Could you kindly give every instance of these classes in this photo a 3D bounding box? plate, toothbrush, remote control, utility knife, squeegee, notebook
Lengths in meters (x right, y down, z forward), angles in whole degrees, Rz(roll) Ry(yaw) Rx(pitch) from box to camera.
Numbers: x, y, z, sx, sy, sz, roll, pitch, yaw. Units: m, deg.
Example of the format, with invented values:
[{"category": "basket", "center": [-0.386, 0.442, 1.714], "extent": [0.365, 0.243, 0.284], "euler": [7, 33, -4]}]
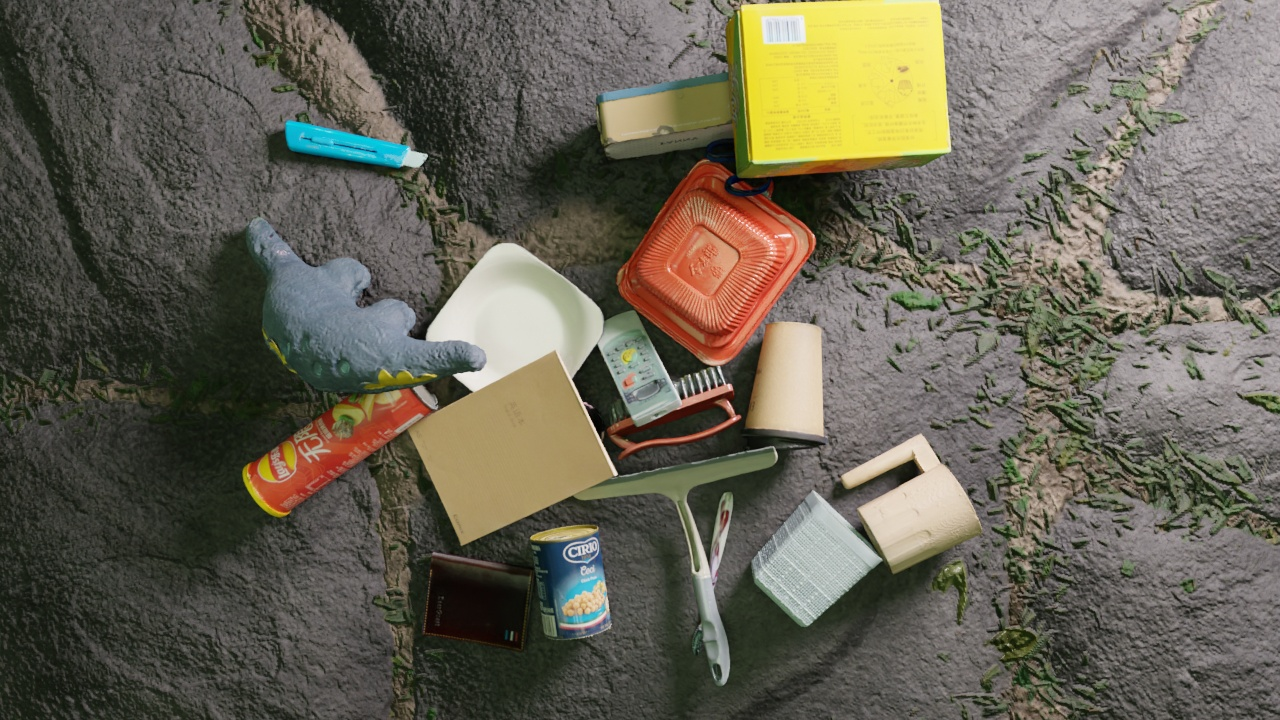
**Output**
[{"category": "plate", "center": [-0.138, -0.031, 1.029], "extent": [0.164, 0.034, 0.163], "euler": [38, 92, 3]}, {"category": "toothbrush", "center": [0.080, 0.239, 1.026], "extent": [0.016, 0.017, 0.187], "euler": [12, 91, 6]}, {"category": "remote control", "center": [-0.006, 0.006, 0.997], "extent": [0.056, 0.019, 0.135], "euler": [-26, 57, 1]}, {"category": "utility knife", "center": [-0.325, -0.243, 1.047], "extent": [0.166, 0.018, 0.034], "euler": [11, 90, 1]}, {"category": "squeegee", "center": [0.063, 0.231, 1.003], "extent": [0.247, 0.039, 0.246], "euler": [-14, 91, 24]}, {"category": "notebook", "center": [-0.146, 0.099, 1.008], "extent": [0.212, 0.012, 0.149], "euler": [-26, 88, 21]}]

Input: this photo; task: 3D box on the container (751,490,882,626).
[{"category": "container", "center": [0.183, 0.215, 0.987], "extent": [0.090, 0.090, 0.111], "euler": [43, 94, 2]}]

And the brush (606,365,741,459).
[{"category": "brush", "center": [0.034, 0.061, 1.006], "extent": [0.146, 0.063, 0.069], "euler": [-18, 76, 4]}]

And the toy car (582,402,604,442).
[{"category": "toy car", "center": [-0.097, 0.089, 1.024], "extent": [0.122, 0.037, 0.056], "euler": [-24, 91, 5]}]

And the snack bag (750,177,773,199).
[{"category": "snack bag", "center": [0.136, -0.150, 1.020], "extent": [0.045, 0.026, 0.105], "euler": [-11, 90, 1]}]

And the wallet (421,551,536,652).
[{"category": "wallet", "center": [-0.183, 0.273, 1.039], "extent": [0.122, 0.020, 0.096], "euler": [9, 90, 5]}]

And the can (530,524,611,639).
[{"category": "can", "center": [-0.076, 0.243, 1.005], "extent": [0.075, 0.075, 0.111], "euler": [-8, 90, 2]}]

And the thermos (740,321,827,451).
[{"category": "thermos", "center": [0.158, 0.034, 0.992], "extent": [0.093, 0.093, 0.143], "euler": [5, 83, 3]}]

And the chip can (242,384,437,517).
[{"category": "chip can", "center": [-0.332, 0.086, 1.019], "extent": [0.216, 0.073, 0.073], "euler": [-34, 88, 2]}]

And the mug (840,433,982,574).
[{"category": "mug", "center": [0.289, 0.155, 0.993], "extent": [0.103, 0.084, 0.124], "euler": [-28, 64, 4]}]

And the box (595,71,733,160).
[{"category": "box", "center": [0.045, -0.265, 0.995], "extent": [0.184, 0.090, 0.059], "euler": [-11, 89, 0]}]

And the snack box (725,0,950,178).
[{"category": "snack box", "center": [0.197, -0.273, 0.927], "extent": [0.210, 0.070, 0.157], "euler": [-5, 91, -8]}]

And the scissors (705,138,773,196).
[{"category": "scissors", "center": [0.154, -0.212, 0.990], "extent": [0.169, 0.012, 0.146], "euler": [13, 53, 3]}]

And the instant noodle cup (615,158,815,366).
[{"category": "instant noodle cup", "center": [0.073, -0.104, 0.987], "extent": [0.164, 0.079, 0.189], "euler": [36, 103, 9]}]

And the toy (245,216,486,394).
[{"category": "toy", "center": [-0.326, -0.041, 0.983], "extent": [0.356, 0.091, 0.137], "euler": [32, 82, 23]}]
